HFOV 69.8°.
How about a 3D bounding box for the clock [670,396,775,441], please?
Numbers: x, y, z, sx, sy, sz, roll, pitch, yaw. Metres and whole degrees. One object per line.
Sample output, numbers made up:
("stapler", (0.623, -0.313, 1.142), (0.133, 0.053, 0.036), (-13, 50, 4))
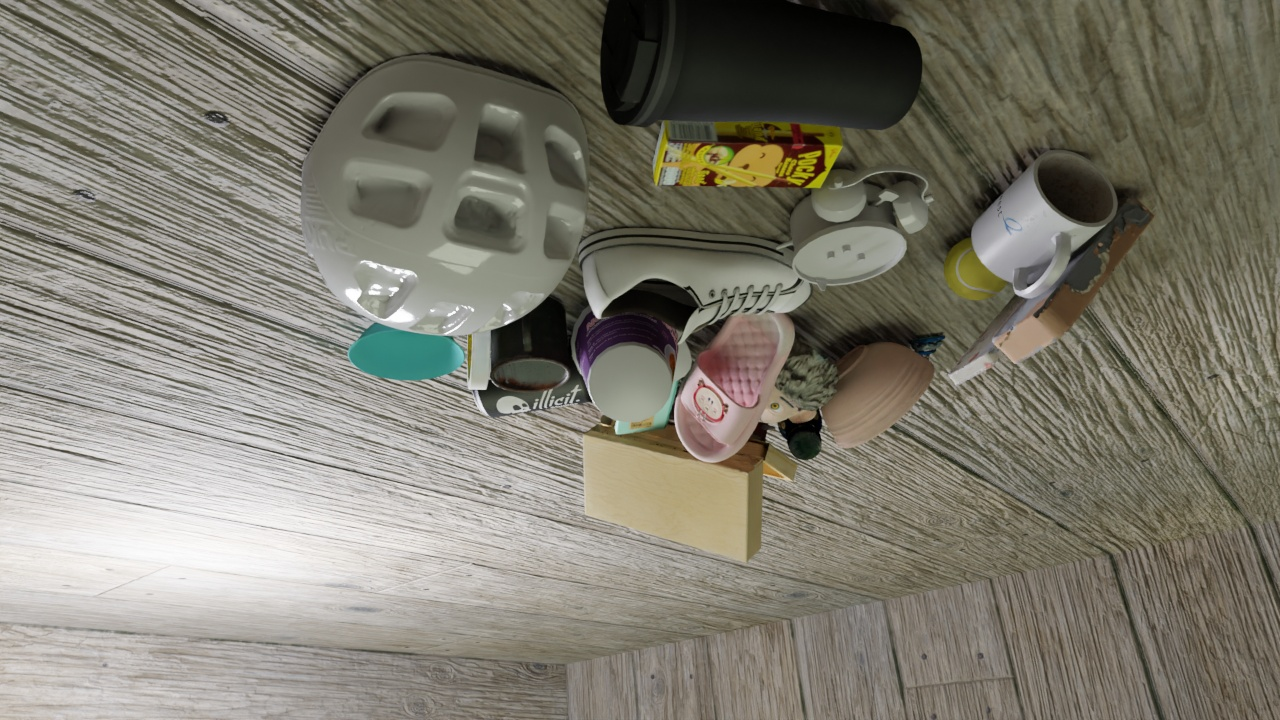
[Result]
("clock", (0.098, 0.064, 1.221), (0.157, 0.061, 0.110), (12, 167, 1))

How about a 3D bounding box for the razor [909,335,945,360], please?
("razor", (0.369, 0.005, 1.202), (0.044, 0.018, 0.141), (-8, 154, 5))

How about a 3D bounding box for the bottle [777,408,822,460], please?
("bottle", (0.202, 0.074, 1.170), (0.056, 0.160, 0.056), (1, 112, 3))

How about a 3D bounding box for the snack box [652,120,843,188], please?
("snack box", (0.088, -0.172, 0.768), (0.149, 0.025, 0.061), (-1, 155, -9))

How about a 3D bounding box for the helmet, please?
("helmet", (-0.168, -0.115, 0.761), (0.224, 0.183, 0.283), (17, 167, -31))

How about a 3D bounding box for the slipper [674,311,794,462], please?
("slipper", (0.100, 0.021, 1.046), (0.055, 0.107, 0.222), (-17, 142, -49))

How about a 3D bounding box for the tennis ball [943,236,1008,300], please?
("tennis ball", (0.344, -0.094, 0.936), (0.065, 0.065, 0.065), (-4, 155, -2))

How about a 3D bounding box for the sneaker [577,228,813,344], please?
("sneaker", (0.061, -0.064, 0.908), (0.245, 0.097, 0.091), (6, 152, -21))

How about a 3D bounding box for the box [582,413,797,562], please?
("box", (0.057, 0.142, 1.217), (0.249, 0.184, 0.142), (10, 132, 30))

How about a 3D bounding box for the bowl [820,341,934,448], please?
("bowl", (0.277, 0.029, 1.131), (0.076, 0.152, 0.153), (46, 139, -5))

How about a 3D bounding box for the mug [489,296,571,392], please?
("mug", (-0.118, -0.025, 0.972), (0.085, 0.081, 0.111), (-3, 155, -5))

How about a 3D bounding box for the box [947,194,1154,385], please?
("box", (0.397, -0.064, 0.896), (0.215, 0.043, 0.151), (-42, 171, -29))

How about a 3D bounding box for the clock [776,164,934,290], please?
("clock", (0.200, -0.125, 0.848), (0.119, 0.061, 0.160), (5, 154, -21))

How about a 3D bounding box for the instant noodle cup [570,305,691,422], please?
("instant noodle cup", (-0.006, 0.006, 0.947), (0.137, 0.121, 0.122), (21, 108, -9))

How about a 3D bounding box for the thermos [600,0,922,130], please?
("thermos", (0.081, -0.204, 0.624), (0.218, 0.105, 0.106), (0, 155, -23))

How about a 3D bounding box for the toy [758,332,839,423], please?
("toy", (0.149, 0.030, 1.095), (0.132, 0.076, 0.176), (49, 131, -6))

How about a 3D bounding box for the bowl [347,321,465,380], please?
("bowl", (-0.250, -0.024, 0.988), (0.121, 0.046, 0.121), (-4, 155, -2))

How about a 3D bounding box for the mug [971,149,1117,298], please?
("mug", (0.366, -0.115, 0.836), (0.083, 0.119, 0.097), (16, 151, -8))

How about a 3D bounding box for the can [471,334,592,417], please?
("can", (-0.116, 0.017, 1.062), (0.146, 0.080, 0.080), (-10, 154, 9))

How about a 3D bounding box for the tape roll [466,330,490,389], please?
("tape roll", (-0.171, -0.016, 0.966), (0.019, 0.094, 0.094), (1, 154, -14))

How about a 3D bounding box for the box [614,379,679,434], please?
("box", (0.003, 0.044, 1.109), (0.077, 0.079, 0.189), (32, 155, 9))
